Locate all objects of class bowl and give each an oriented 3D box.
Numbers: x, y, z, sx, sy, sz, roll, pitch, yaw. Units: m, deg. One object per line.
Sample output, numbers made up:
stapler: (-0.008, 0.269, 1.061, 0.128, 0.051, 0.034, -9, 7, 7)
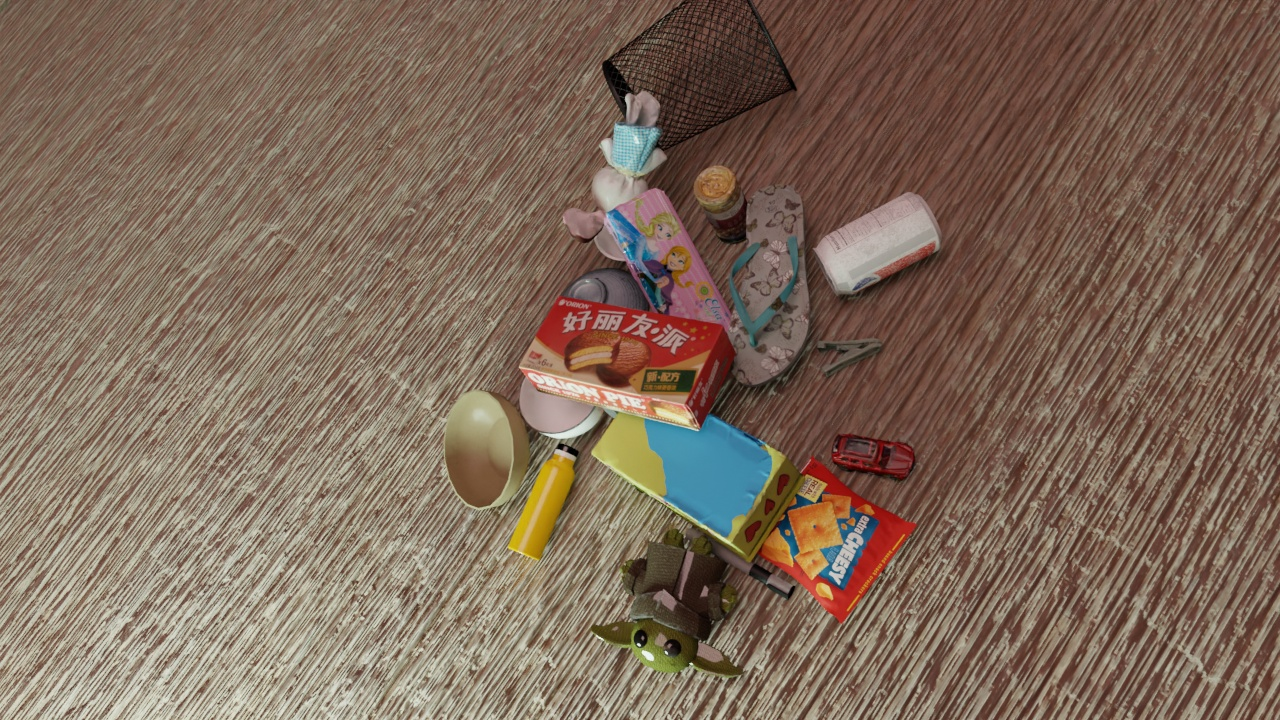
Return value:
bowl: (-0.189, 0.113, 1.176, 0.153, 0.050, 0.152, -1, 89, 45)
bowl: (-0.062, -0.074, 1.220, 0.137, 0.057, 0.137, -8, 66, 18)
bowl: (-0.005, -0.174, 1.248, 0.110, 0.040, 0.109, -9, 63, 18)
bowl: (-0.093, 0.049, 1.177, 0.114, 0.063, 0.113, -8, 65, 18)

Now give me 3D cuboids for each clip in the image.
clip: (0.250, -0.010, 1.090, 0.076, 0.023, 0.059, -15, 65, 18)

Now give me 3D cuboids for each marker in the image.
marker: (0.111, 0.229, 1.047, 0.140, 0.016, 0.016, 26, 80, 28)

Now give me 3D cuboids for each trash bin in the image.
trash bin: (0.074, -0.392, 1.237, 0.210, 0.184, 0.184, -27, 61, 15)

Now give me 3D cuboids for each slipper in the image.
slipper: (0.157, -0.100, 1.102, 0.098, 0.055, 0.268, 2, 69, 22)

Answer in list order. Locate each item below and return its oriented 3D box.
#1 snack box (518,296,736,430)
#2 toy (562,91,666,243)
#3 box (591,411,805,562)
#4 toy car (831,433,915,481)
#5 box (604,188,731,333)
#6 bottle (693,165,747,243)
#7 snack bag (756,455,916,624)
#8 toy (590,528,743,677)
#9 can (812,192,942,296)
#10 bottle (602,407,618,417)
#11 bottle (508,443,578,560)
snack box: (-0.017, -0.001, 1.085, 0.237, 0.060, 0.113, 12, 61, 30)
toy: (-0.025, -0.249, 1.197, 0.131, 0.105, 0.205, 10, 102, -11)
box: (0.065, 0.123, 1.064, 0.221, 0.081, 0.124, 27, 79, 33)
toy car: (0.261, 0.106, 1.030, 0.091, 0.036, 0.042, 11, 72, 20)
box: (0.042, -0.097, 1.146, 0.084, 0.053, 0.230, -29, 89, -9)
bottle: (0.108, -0.198, 1.176, 0.056, 0.105, 0.056, -8, 66, 18)
snack bag: (0.206, 0.194, 1.009, 0.144, 0.039, 0.130, 35, 85, 38)
toy: (0.038, 0.269, 1.023, 0.179, 0.078, 0.152, 10, 75, 22)
can: (0.282, -0.137, 1.097, 0.136, 0.078, 0.078, -28, 61, 9)
bottle: (-0.002, 0.021, 1.129, 0.030, 0.030, 0.112, 32, 68, 29)
bottle: (-0.117, 0.174, 1.146, 0.043, 0.043, 0.143, 16, 75, 26)
